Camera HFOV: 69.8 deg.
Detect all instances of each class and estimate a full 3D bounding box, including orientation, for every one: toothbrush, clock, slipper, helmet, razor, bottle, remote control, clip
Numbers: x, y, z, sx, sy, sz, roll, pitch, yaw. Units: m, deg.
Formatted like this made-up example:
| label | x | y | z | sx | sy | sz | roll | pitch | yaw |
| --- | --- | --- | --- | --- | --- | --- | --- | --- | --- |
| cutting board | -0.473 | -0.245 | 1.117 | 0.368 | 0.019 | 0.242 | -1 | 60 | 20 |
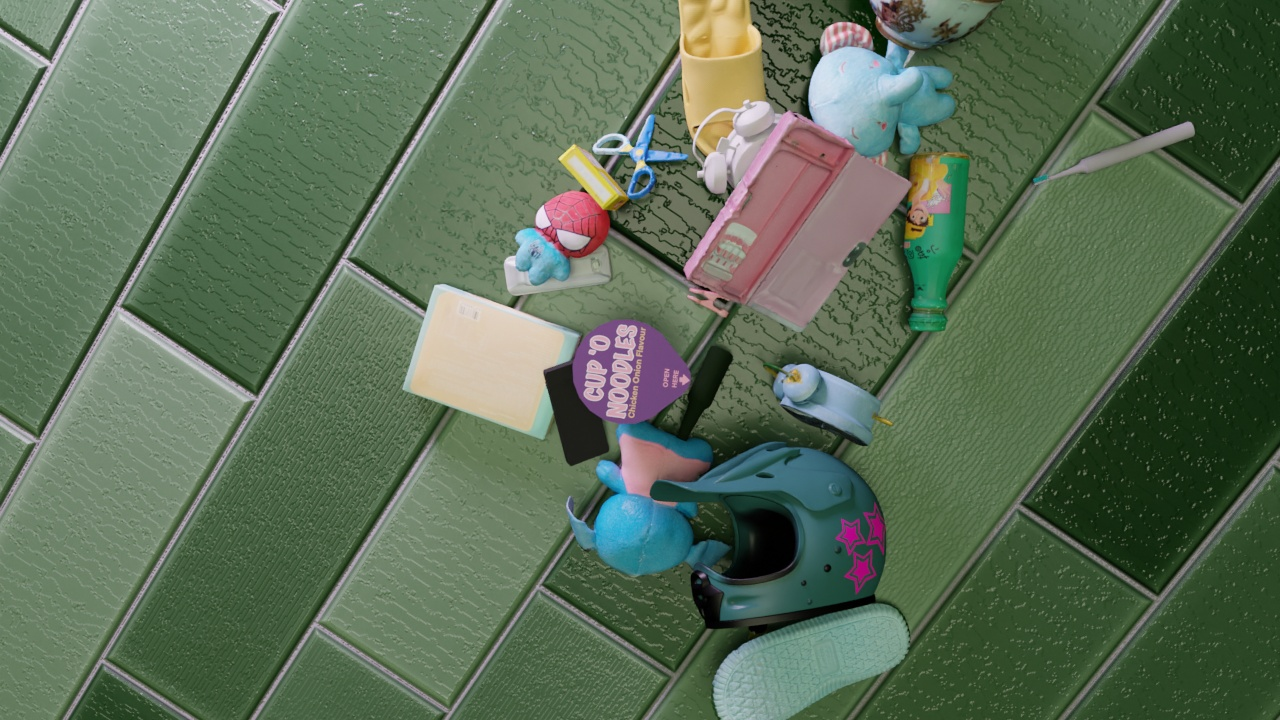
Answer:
| label | x | y | z | sx | sy | sz | roll | pitch | yaw |
| --- | --- | --- | --- | --- | --- | --- | --- | --- | --- |
| toothbrush | 0.562 | -0.243 | 1.094 | 0.188 | 0.018 | 0.019 | -19 | 98 | 6 |
| clock | 0.134 | -0.241 | 1.077 | 0.159 | 0.061 | 0.120 | 23 | 120 | -23 |
| slipper | 0.215 | 0.384 | 1.181 | 0.276 | 0.069 | 0.116 | -18 | 95 | -9 |
| helmet | 0.156 | 0.197 | 1.083 | 0.274 | 0.177 | 0.200 | -4 | 79 | -23 |
| razor | 0.144 | 0.305 | 1.195 | 0.044 | 0.021 | 0.144 | -14 | 98 | -12 |
| bottle | 0.351 | -0.140 | 1.097 | 0.068 | 0.068 | 0.210 | 2 | 98 | 3 |
| remote control | -0.080 | 0.065 | 1.154 | 0.058 | 0.013 | 0.133 | -19 | 113 | -18 |
| slipper | 0.093 | -0.360 | 1.080 | 0.099 | 0.078 | 0.263 | -6 | 100 | 8 |
| clock | 0.217 | 0.048 | 1.109 | 0.162 | 0.118 | 0.060 | 27 | 87 | -7 |
| clip | 0.088 | -0.070 | 1.150 | 0.059 | 0.023 | 0.045 | -5 | 96 | -1 |
| remote control | -0.104 | -0.114 | 1.154 | 0.133 | 0.022 | 0.050 | -7 | 97 | 5 |
| bottle | 0.076 | 0.042 | 1.140 | 0.033 | 0.033 | 0.122 | 26 | 80 | 0 |

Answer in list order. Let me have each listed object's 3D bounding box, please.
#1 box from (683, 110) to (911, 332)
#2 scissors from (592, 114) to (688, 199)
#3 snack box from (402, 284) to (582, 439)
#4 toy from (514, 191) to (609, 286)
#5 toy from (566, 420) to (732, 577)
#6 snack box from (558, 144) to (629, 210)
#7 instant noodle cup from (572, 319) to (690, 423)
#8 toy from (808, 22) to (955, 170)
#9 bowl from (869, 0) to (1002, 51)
| label | x | y | z | sx | sy | sz | roll | pitch | yaw |
| --- | --- | --- | --- | --- | --- | --- | --- | --- | --- |
| box | 0.181 | -0.157 | 1.084 | 0.179 | 0.040 | 0.233 | 24 | 120 | -19 |
| scissors | -0.002 | -0.247 | 1.109 | 0.126 | 0.013 | 0.125 | 10 | 66 | 18 |
| snack box | -0.188 | 0.002 | 1.164 | 0.193 | 0.044 | 0.141 | 19 | 99 | 1 |
| toy | -0.098 | -0.152 | 1.122 | 0.133 | 0.062 | 0.092 | -46 | 65 | -4 |
| toy | 0.024 | 0.180 | 1.156 | 0.224 | 0.099 | 0.191 | 17 | 87 | -6 |
| snack box | -0.052 | -0.211 | 1.072 | 0.025 | 0.152 | 0.075 | -41 | 94 | 9 |
| instant noodle cup | -0.007 | 0.006 | 1.113 | 0.137 | 0.121 | 0.122 | 7 | 98 | 3 |
| toy | 0.286 | -0.305 | 1.065 | 0.180 | 0.115 | 0.183 | -7 | 92 | -6 |
| bowl | 0.321 | -0.410 | 1.038 | 0.160 | 0.159 | 0.094 | 25 | 135 | 0 |
